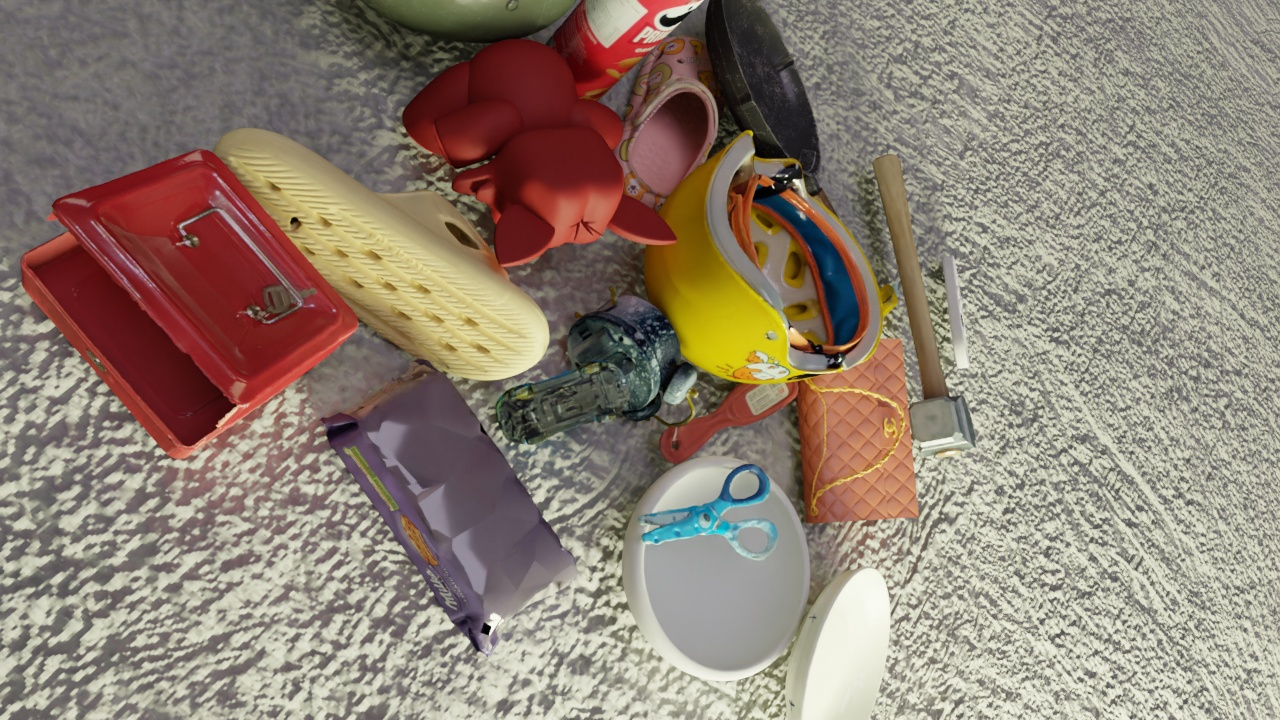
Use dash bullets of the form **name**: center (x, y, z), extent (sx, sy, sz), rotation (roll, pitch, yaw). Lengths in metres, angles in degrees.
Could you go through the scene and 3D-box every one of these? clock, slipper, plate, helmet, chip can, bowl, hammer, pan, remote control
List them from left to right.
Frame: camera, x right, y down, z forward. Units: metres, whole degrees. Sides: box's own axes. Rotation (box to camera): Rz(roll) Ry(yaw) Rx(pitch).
- **slipper**: center (-0.180, -0.082, 0.666), extent (0.261, 0.112, 0.079), rotation (34, 40, -16)
- **helmet**: center (-0.139, -0.328, 0.700), extent (0.267, 0.154, 0.227), rotation (-13, 45, -43)
- **chip can**: center (-0.011, -0.276, 0.731), extent (0.073, 0.234, 0.073), rotation (7, 75, -29)
- **clock**: center (-0.004, 0.004, 0.752), extent (0.052, 0.090, 0.129), rotation (-40, 96, -39)
- **slipper**: center (0.039, -0.222, 0.843), extent (0.093, 0.082, 0.197), rotation (31, 66, -23)
- **bowl**: center (0.053, 0.170, 0.758), extent (0.176, 0.066, 0.176), rotation (9, 73, -30)
- **helmet**: center (0.096, -0.067, 0.806), extent (0.239, 0.140, 0.208), rotation (20, 55, -46)
- **pan**: center (0.153, -0.202, 0.908), extent (0.357, 0.040, 0.207), rotation (62, 29, -16)
- **plate**: center (0.166, 0.264, 0.793), extent (0.181, 0.034, 0.182), rotation (-16, 110, -52)
- **hammer**: center (0.287, -0.061, 0.954), extent (0.117, 0.051, 0.322), rotation (17, 62, -61)
- **remote control**: center (0.348, -0.055, 1.012), extent (0.043, 0.013, 0.136), rotation (45, 41, -54)

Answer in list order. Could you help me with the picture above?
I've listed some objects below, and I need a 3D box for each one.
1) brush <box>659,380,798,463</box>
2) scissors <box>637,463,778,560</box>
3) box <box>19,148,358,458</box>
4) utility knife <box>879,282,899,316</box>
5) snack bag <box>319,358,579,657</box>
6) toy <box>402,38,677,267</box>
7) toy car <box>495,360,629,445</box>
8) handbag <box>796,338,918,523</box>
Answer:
- **brush**: center (0.076, 0.048, 0.826), extent (0.171, 0.030, 0.041), rotation (-26, 94, -34)
- **scissors**: center (0.053, 0.117, 0.724), extent (0.140, 0.015, 0.083), rotation (4, 77, -29)
- **box**: center (-0.288, -0.034, 0.590), extent (0.157, 0.123, 0.136), rotation (52, 39, -7)
- **utility knife**: center (0.227, -0.042, 0.954), extent (0.155, 0.017, 0.030), rotation (-37, 107, -36)
- **snack bag**: center (-0.133, 0.103, 0.665), extent (0.096, 0.059, 0.205), rotation (-38, 98, -34)
- **toy**: center (-0.079, -0.152, 0.710), extent (0.158, 0.121, 0.197), rotation (-11, 61, -36)
- **toy car**: center (-0.061, 0.033, 0.725), extent (0.105, 0.032, 0.048), rotation (-19, 98, -3)
- **handbag**: center (0.203, 0.066, 0.876), extent (0.108, 0.060, 0.171), rotation (0, 81, -19)
